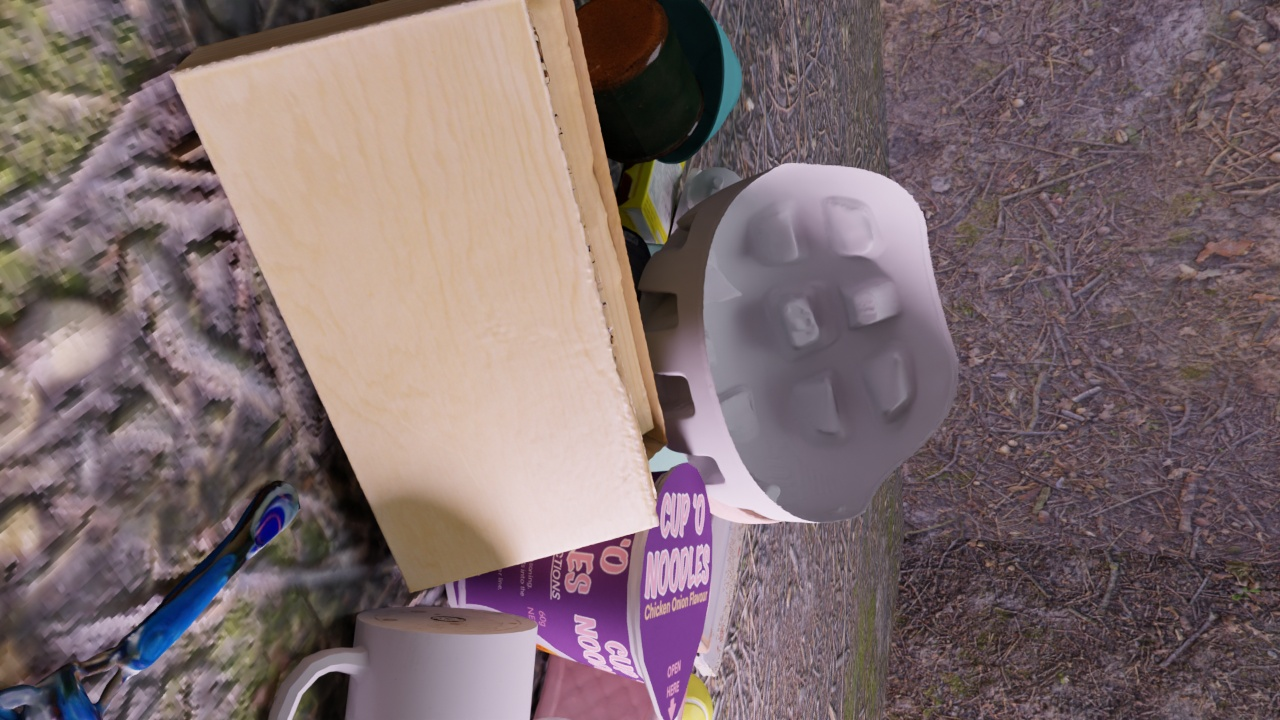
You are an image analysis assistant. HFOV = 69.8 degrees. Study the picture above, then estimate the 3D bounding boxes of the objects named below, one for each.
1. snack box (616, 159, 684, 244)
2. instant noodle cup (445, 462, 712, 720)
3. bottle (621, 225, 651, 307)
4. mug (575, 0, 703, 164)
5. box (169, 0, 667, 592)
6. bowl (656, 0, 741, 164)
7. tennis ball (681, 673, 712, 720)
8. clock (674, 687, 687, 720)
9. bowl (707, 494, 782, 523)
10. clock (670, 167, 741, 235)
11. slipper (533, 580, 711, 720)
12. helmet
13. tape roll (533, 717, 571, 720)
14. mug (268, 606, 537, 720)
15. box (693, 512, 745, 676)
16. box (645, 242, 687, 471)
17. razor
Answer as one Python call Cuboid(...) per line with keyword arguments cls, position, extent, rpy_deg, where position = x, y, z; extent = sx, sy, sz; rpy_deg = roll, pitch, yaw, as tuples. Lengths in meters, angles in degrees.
Cuboid(cls="snack box", position=(0.013, -0.163, 0.759), extent=(0.061, 0.026, 0.148), rpy_deg=(61, 37, -54))
Cuboid(cls="instant noodle cup", position=(-0.036, 0.122, 0.512), extent=(0.121, 0.122, 0.136), rpy_deg=(21, 72, -68))
Cuboid(cls="bottle", position=(-0.034, -0.016, 0.602), extent=(0.056, 0.056, 0.160), rpy_deg=(62, 36, -52))
Cuboid(cls="mug", position=(-0.014, -0.202, 0.625), extent=(0.111, 0.085, 0.081), rpy_deg=(65, 8, 32))
Cuboid(cls="box", position=(-0.068, -0.042, 0.418), extent=(0.184, 0.142, 0.249), rpy_deg=(-71, 154, -53))
Cuboid(cls="bowl", position=(0.041, -0.209, 0.689), extent=(0.046, 0.121, 0.121), rpy_deg=(-9, 102, -34))
Cuboid(cls="tennis ball", position=(0.028, 0.292, 0.769), extent=(0.065, 0.065, 0.065), rpy_deg=(2, 90, -69))
Cuboid(cls="clock", position=(-0.008, 0.261, 0.668), extent=(0.109, 0.062, 0.157), rpy_deg=(-53, 153, -57))
Cuboid(cls="bowl", position=(0.085, 0.086, 0.859), extent=(0.153, 0.076, 0.152), rpy_deg=(19, 57, -32))
Cuboid(cls="clock", position=(0.053, -0.107, 0.782), extent=(0.159, 0.061, 0.120), rpy_deg=(-50, 154, -74))
Cuboid(cls="slipper", position=(-0.018, 0.186, 0.594), extent=(0.055, 0.107, 0.221), rpy_deg=(49, 52, -60))
Cuboid(cls="helmet", position=(0.098, -0.009, 0.604), extent=(0.224, 0.184, 0.281), rpy_deg=(67, 26, -8))
Cuboid(cls="tape roll", position=(-0.053, 0.251, 0.515), extent=(0.019, 0.094, 0.093), rpy_deg=(66, 33, -49))
Cuboid(cls="mug", position=(-0.107, 0.165, 0.409), extent=(0.119, 0.083, 0.096), rpy_deg=(11, 80, -39))
Cuboid(cls="box", position=(0.075, 0.196, 0.932), extent=(0.151, 0.043, 0.215), rpy_deg=(71, 28, -53))
Cuboid(cls="box", position=(-0.008, 0.004, 0.715), extent=(0.077, 0.080, 0.189), rpy_deg=(-1, 92, -28))
Cuboid(cls="razor", position=(-0.164, 0.086, 0.321), extent=(0.140, 0.018, 0.044), rpy_deg=(-57, 142, -54))
